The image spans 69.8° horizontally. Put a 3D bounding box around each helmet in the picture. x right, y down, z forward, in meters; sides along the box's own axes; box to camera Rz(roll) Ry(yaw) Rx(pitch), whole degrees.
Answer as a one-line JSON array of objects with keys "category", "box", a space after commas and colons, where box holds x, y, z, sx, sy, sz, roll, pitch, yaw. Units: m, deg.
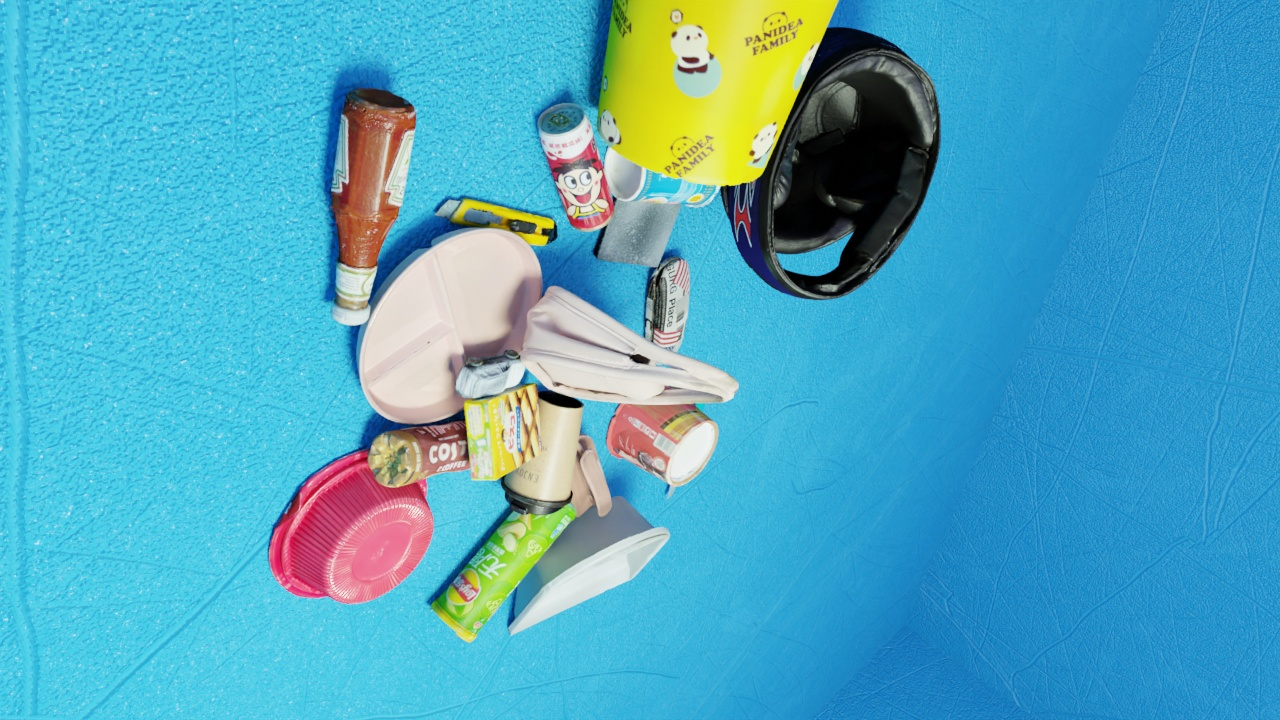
[{"category": "helmet", "box": [0.206, -0.234, 1.106, 0.247, 0.240, 0.315, 22, 94, -19]}]

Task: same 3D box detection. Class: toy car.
[{"category": "toy car", "box": [-0.159, 0.017, 0.989, 0.090, 0.034, 0.043, -15, 129, -52]}]

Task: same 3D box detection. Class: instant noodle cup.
[{"category": "instant noodle cup", "box": [0.021, -0.218, 1.029, 0.109, 0.099, 0.099, -12, 128, -38]}, {"category": "instant noodle cup", "box": [-0.294, 0.190, 0.985, 0.193, 0.066, 0.194, -32, 140, -32]}, {"category": "instant noodle cup", "box": [0.036, 0.108, 1.311, 0.137, 0.108, 0.138, -33, 141, -32]}]

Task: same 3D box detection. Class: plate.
[{"category": "plate", "box": [-0.194, -0.036, 0.943, 0.228, 0.028, 0.230, -36, 146, -29]}]

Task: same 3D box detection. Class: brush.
[{"category": "brush", "box": [-0.077, 0.150, 1.233, 0.063, 0.073, 0.146, -39, 142, -25]}]

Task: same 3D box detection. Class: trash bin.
[{"category": "trash bin", "box": [0.072, -0.325, 0.885, 0.229, 0.229, 0.256, -21, 139, -43]}]

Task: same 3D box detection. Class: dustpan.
[{"category": "dustpan", "box": [-0.063, 0.308, 1.298, 0.222, 0.142, 0.258, -19, 129, -28]}]

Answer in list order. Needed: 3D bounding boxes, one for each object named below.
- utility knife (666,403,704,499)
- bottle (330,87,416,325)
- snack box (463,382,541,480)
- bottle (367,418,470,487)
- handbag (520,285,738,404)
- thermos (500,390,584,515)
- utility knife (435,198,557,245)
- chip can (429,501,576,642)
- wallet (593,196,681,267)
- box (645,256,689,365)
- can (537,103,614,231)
[{"category": "utility knife", "box": [0.074, 0.131, 1.471, 0.029, 0.013, 0.218, -13, 125, -50]}, {"category": "bottle", "box": [-0.237, -0.126, 0.788, 0.059, 0.060, 0.206, -15, 132, -47]}, {"category": "snack box", "box": [-0.152, 0.077, 1.030, 0.140, 0.034, 0.087, -21, 108, -72]}, {"category": "bottle", "box": [-0.215, 0.096, 1.001, 0.174, 0.057, 0.057, -6, 123, -62]}, {"category": "handbag", "box": [-0.006, 0.006, 1.025, 0.193, 0.234, 0.093, 56, 52, -75]}, {"category": "thermos", "box": [-0.117, 0.115, 1.139, 0.092, 0.093, 0.143, -2, 112, -52]}, {"category": "utility knife", "box": [-0.142, -0.141, 0.941, 0.171, 0.015, 0.033, 3, 112, -54]}, {"category": "chip can", "box": [-0.174, 0.257, 1.197, 0.221, 0.072, 0.072, -50, 147, -11]}, {"category": "wallet", "box": [-0.001, -0.164, 1.109, 0.120, 0.019, 0.097, -1, 116, -51]}, {"category": "box", "box": [0.034, -0.067, 1.226, 0.068, 0.051, 0.164, -21, 133, -29]}, {"category": "can", "box": [-0.066, -0.199, 0.956, 0.053, 0.053, 0.133, -44, 146, -20]}]
